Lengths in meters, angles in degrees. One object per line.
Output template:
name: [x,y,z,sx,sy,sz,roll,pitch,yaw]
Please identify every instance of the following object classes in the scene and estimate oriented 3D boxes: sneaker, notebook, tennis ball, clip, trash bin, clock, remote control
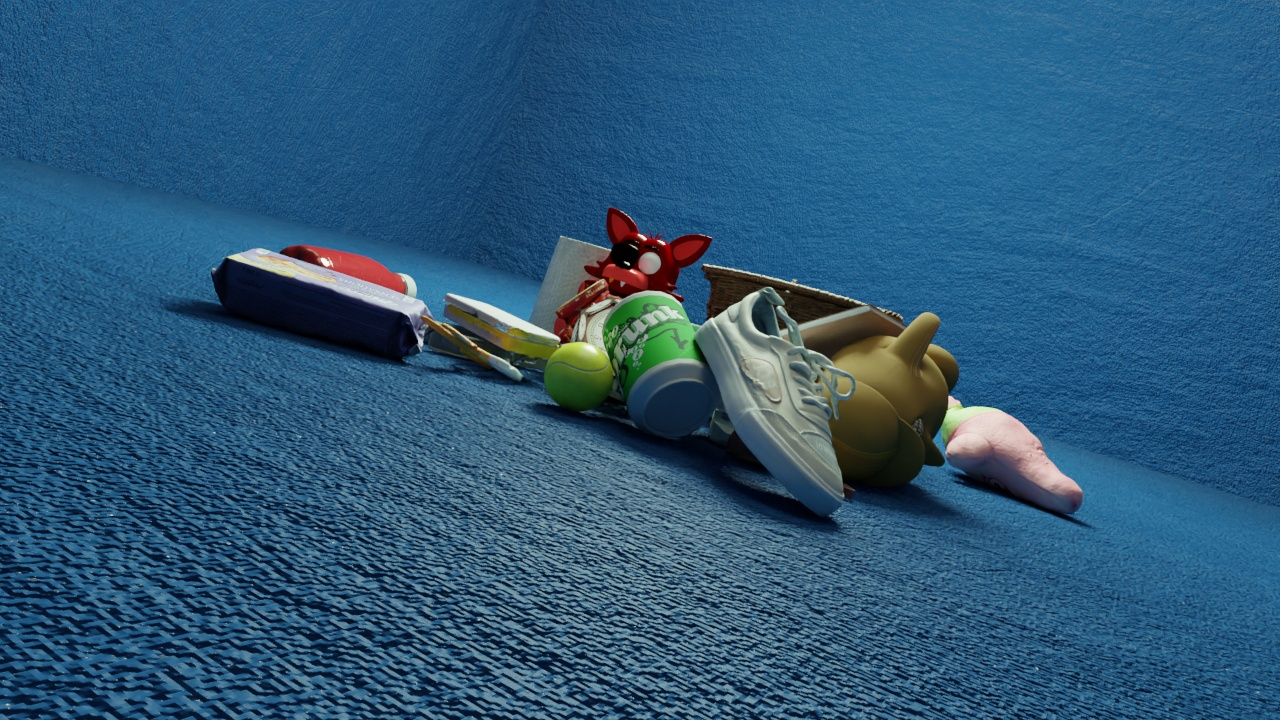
sneaker: [0.122,0.021,0.770,0.089,0.091,0.242,37,19,-35]
notebook: [0.194,-0.017,1.057,0.210,0.008,0.141,-17,-20,33]
tennis ball: [-0.058,0.015,0.863,0.065,0.065,0.065,16,6,-2]
clip: [-0.163,-0.010,1.037,0.166,0.028,0.127,12,8,-31]
trash bin: [-0.085,-0.085,1.307,0.133,0.161,0.133,16,6,-2]
clock: [-0.006,0.005,0.986,0.154,0.065,0.114,31,49,4]
remote control: [0.098,0.071,0.964,0.049,0.024,0.143,17,7,4]

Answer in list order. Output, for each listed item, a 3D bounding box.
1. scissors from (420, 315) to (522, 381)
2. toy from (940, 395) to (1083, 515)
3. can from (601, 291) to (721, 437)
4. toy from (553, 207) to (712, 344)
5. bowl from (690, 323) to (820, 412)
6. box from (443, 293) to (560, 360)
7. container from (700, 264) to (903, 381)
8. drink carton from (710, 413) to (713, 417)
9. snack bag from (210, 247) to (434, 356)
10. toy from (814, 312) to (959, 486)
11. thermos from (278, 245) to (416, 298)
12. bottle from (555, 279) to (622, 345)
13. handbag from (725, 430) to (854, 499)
scissors: [-0.163,-0.010,0.913,0.097,0.012,0.133,23,-12,22]
toy: [0.472,0.127,1.178,0.192,0.097,0.236,16,19,-28]
can: [0.018,0.002,0.876,0.087,0.088,0.139,13,33,-27]
toy: [-0.010,-0.091,1.201,0.158,0.197,0.120,20,-1,22]
bowl: [0.105,0.019,0.948,0.144,0.074,0.144,18,2,-1]
box: [-0.162,-0.039,1.038,0.064,0.033,0.210,12,8,-35]
container: [0.199,-0.010,1.229,0.250,0.183,0.162,17,6,23]
drink carton: [0.131,0.049,1.107,0.134,0.058,0.043,14,2,-27]
snack bag: [-0.304,-0.052,0.898,0.205,0.058,0.096,19,9,-7]
toy: [0.242,0.057,0.945,0.162,0.199,0.202,34,32,22]
thermos: [-0.339,-0.089,1.090,0.073,0.073,0.239,17,5,14]
bottle: [-0.046,-0.027,1.072,0.111,0.099,0.099,55,3,-5]
handbag: [0.139,0.097,0.837,0.120,0.029,0.055,24,7,26]
